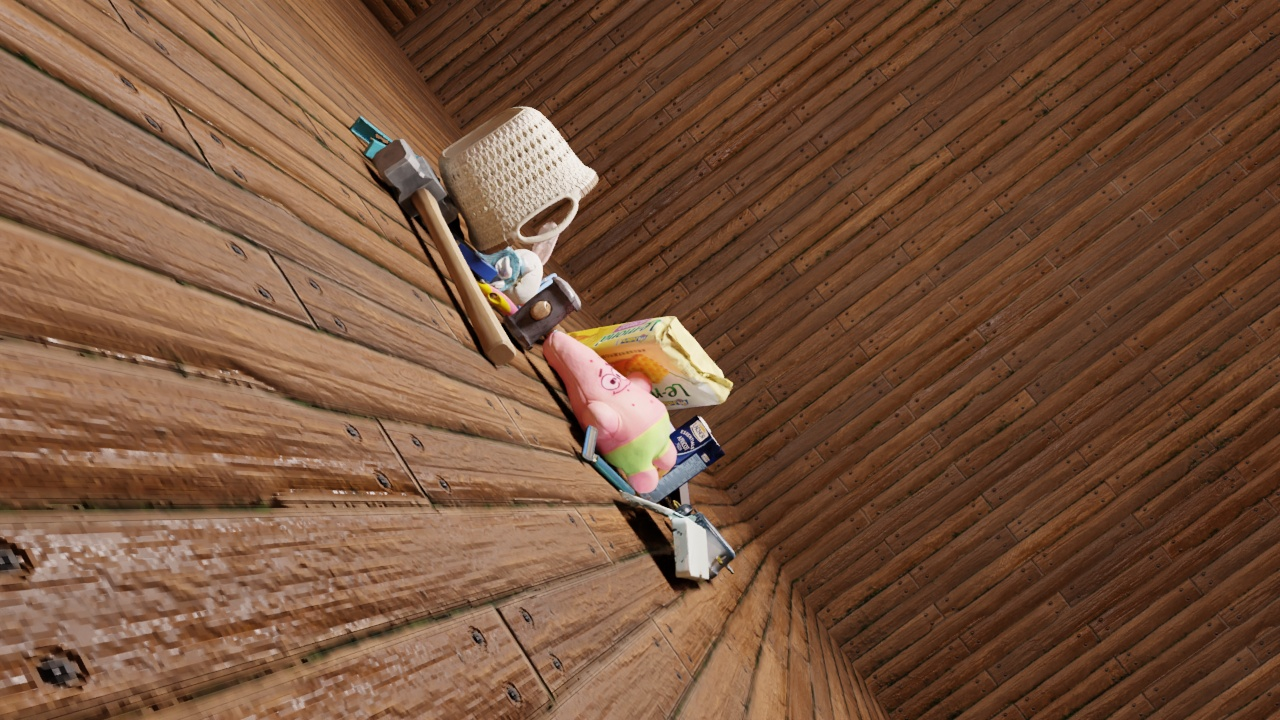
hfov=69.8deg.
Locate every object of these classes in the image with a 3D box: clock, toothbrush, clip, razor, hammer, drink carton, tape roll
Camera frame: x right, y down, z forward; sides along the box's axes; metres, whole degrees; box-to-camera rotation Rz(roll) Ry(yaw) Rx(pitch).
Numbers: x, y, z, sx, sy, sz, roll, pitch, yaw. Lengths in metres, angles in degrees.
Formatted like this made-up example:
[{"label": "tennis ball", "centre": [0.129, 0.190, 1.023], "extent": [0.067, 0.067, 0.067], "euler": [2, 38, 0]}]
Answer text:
[{"label": "clock", "centre": [0.082, 0.250, 1.300], "extent": [0.129, 0.052, 0.090], "euler": [49, 0, 33]}, {"label": "toothbrush", "centre": [-0.196, -0.088, 1.190], "extent": [0.135, 0.021, 0.016], "euler": [45, 11, -53]}, {"label": "clip", "centre": [-0.313, -0.265, 1.166], "extent": [0.126, 0.028, 0.113], "euler": [33, 19, -42]}, {"label": "razor", "centre": [-0.040, 0.129, 1.081], "extent": [0.144, 0.022, 0.042], "euler": [57, 36, -50]}, {"label": "hammer", "centre": [-0.211, -0.117, 1.026], "extent": [0.322, 0.051, 0.117], "euler": [58, 2, 35]}, {"label": "hammer", "centre": [-0.130, -0.050, 1.303], "extent": [0.052, 0.098, 0.328], "euler": [51, -5, 3]}, {"label": "drink carton", "centre": [0.048, 0.139, 1.266], "extent": [0.040, 0.130, 0.064], "euler": [52, 3, -37]}, {"label": "tape roll", "centre": [-0.224, -0.138, 1.174], "extent": [0.093, 0.016, 0.091], "euler": [40, 2, -46]}]

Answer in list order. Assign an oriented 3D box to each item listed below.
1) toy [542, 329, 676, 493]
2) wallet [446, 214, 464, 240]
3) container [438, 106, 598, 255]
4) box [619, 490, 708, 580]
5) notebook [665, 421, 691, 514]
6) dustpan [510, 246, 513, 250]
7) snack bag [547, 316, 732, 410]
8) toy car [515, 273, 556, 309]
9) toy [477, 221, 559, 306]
[{"label": "toy", "centre": [-0.037, 0.055, 1.170], "extent": [0.236, 0.097, 0.191], "euler": [50, 24, -2]}, {"label": "wallet", "centre": [-0.283, -0.214, 1.243], "extent": [0.099, 0.031, 0.120], "euler": [48, 6, -35]}, {"label": "container", "centre": [-0.171, -0.240, 1.211], "extent": [0.143, 0.184, 0.246], "euler": [57, -6, -22]}, {"label": "box", "centre": [0.036, 0.211, 1.106], "extent": [0.125, 0.075, 0.197], "euler": [33, -7, 17]}, {"label": "notebook", "centre": [0.030, 0.138, 1.453], "extent": [0.209, 0.022, 0.172], "euler": [-124, -159, -54]}, {"label": "dustpan", "centre": [-0.243, -0.182, 1.596], "extent": [0.257, 0.033, 0.163], "euler": [62, 2, -3]}, {"label": "snack bag", "centre": [-0.008, 0.008, 1.307], "extent": [0.159, 0.248, 0.068], "euler": [43, 53, -40]}, {"label": "toy car", "centre": [-0.146, -0.094, 1.418], "extent": [0.056, 0.055, 0.153], "euler": [53, 27, -6]}, {"label": "toy", "centre": [-0.176, -0.124, 1.298], "extent": [0.205, 0.131, 0.106], "euler": [-82, 155, -72]}]
